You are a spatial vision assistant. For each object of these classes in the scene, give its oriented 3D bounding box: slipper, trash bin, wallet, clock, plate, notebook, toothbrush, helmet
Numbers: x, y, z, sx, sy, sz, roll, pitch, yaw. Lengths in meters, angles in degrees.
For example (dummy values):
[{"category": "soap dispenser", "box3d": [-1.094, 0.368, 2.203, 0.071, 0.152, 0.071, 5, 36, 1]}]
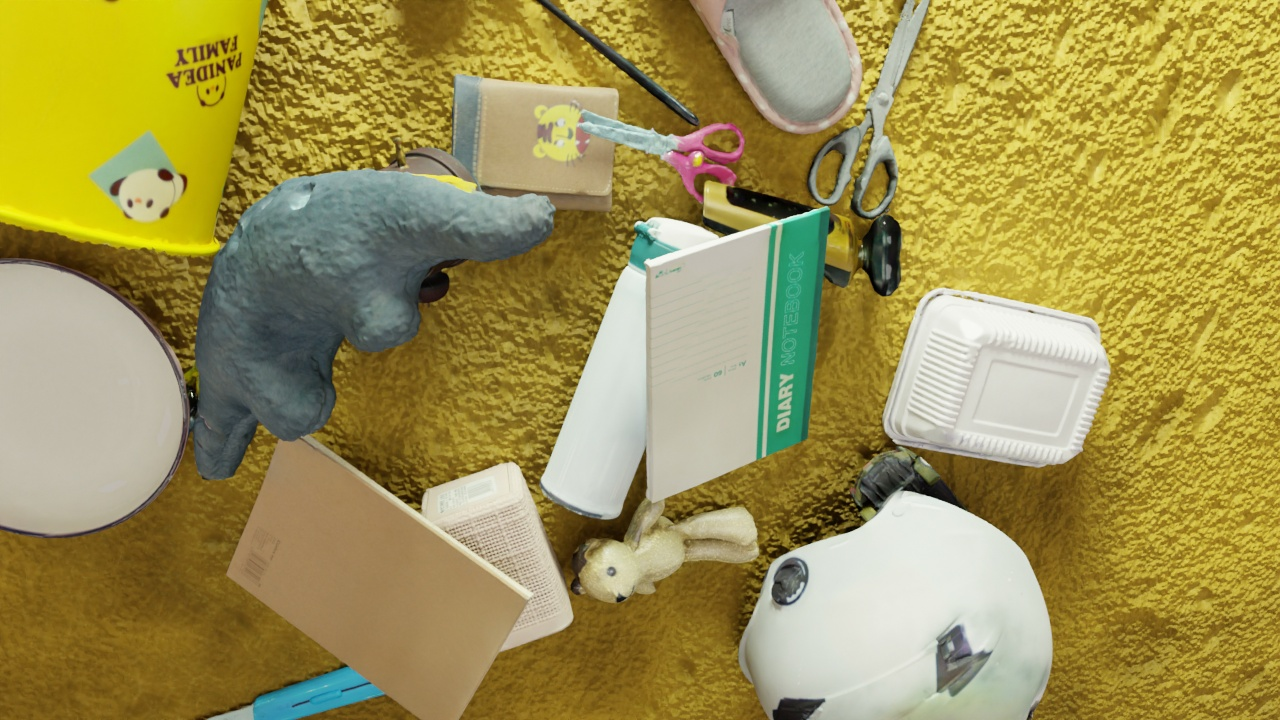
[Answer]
[{"category": "slipper", "box3d": [0.073, -0.279, 0.616, 0.114, 0.054, 0.274, -30, 110, -1]}, {"category": "trash bin", "box3d": [-0.304, -0.212, 0.484, 0.229, 0.229, 0.255, 20, 96, -16]}, {"category": "wallet", "box3d": [-0.074, -0.149, 0.641, 0.115, 0.033, 0.090, 0, 105, -15]}, {"category": "clock", "box3d": [-0.154, -0.087, 0.618, 0.082, 0.055, 0.122, 39, 128, 4]}, {"category": "plate", "box3d": [-0.398, 0.024, 0.618, 0.192, 0.039, 0.192, -1, 105, -4]}, {"category": "notebook", "box3d": [0.069, 0.000, 0.668, 0.150, 0.012, 0.209, -19, 129, -23]}, {"category": "toothbrush", "box3d": [-0.027, -0.221, 0.636, 0.181, 0.016, 0.018, 36, 88, -18]}, {"category": "notebook", "box3d": [-0.195, 0.161, 0.658, 0.211, 0.012, 0.150, 33, 113, 7]}, {"category": "helmet", "box3d": [0.209, 0.248, 0.728, 0.259, 0.145, 0.229, -39, 118, 15]}]

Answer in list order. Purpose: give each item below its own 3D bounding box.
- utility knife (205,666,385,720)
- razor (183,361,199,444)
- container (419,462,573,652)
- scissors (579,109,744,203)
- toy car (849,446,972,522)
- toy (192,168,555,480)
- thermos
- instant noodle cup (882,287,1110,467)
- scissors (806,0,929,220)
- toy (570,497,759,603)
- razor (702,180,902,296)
[{"category": "utility knife", "box3d": [-0.269, 0.272, 0.736, 0.202, 0.018, 0.034, -16, 109, -4]}, {"category": "razor", "box3d": [-0.302, -0.010, 0.642, 0.043, 0.022, 0.143, 32, 101, 12]}, {"category": "container", "box3d": [-0.113, 0.147, 0.693, 0.090, 0.090, 0.111, -18, 106, -5]}, {"category": "scissors", "box3d": [0.017, -0.156, 0.649, 0.135, 0.017, 0.064, 15, 109, -29]}, {"category": "toy car", "box3d": [0.241, 0.136, 0.780, 0.070, 0.042, 0.158, -43, 114, 7]}, {"category": "toy", "box3d": [-0.204, -0.036, 0.571, 0.357, 0.091, 0.138, -35, 84, 30]}, {"category": "thermos", "box3d": [-0.004, 0.004, 0.681, 0.073, 0.073, 0.224, 18, 102, -16]}, {"category": "instant noodle cup", "box3d": [0.300, 0.023, 0.750, 0.173, 0.060, 0.138, 10, 104, -15]}, {"category": "scissors", "box3d": [0.172, -0.194, 0.683, 0.142, 0.014, 0.173, -20, 110, -5]}, {"category": "toy", "box3d": [0.021, 0.154, 0.732, 0.157, 0.066, 0.105, -8, 130, -20]}, {"category": "razor", "box3d": [0.121, -0.096, 0.677, 0.167, 0.062, 0.068, 16, 142, -14]}]
